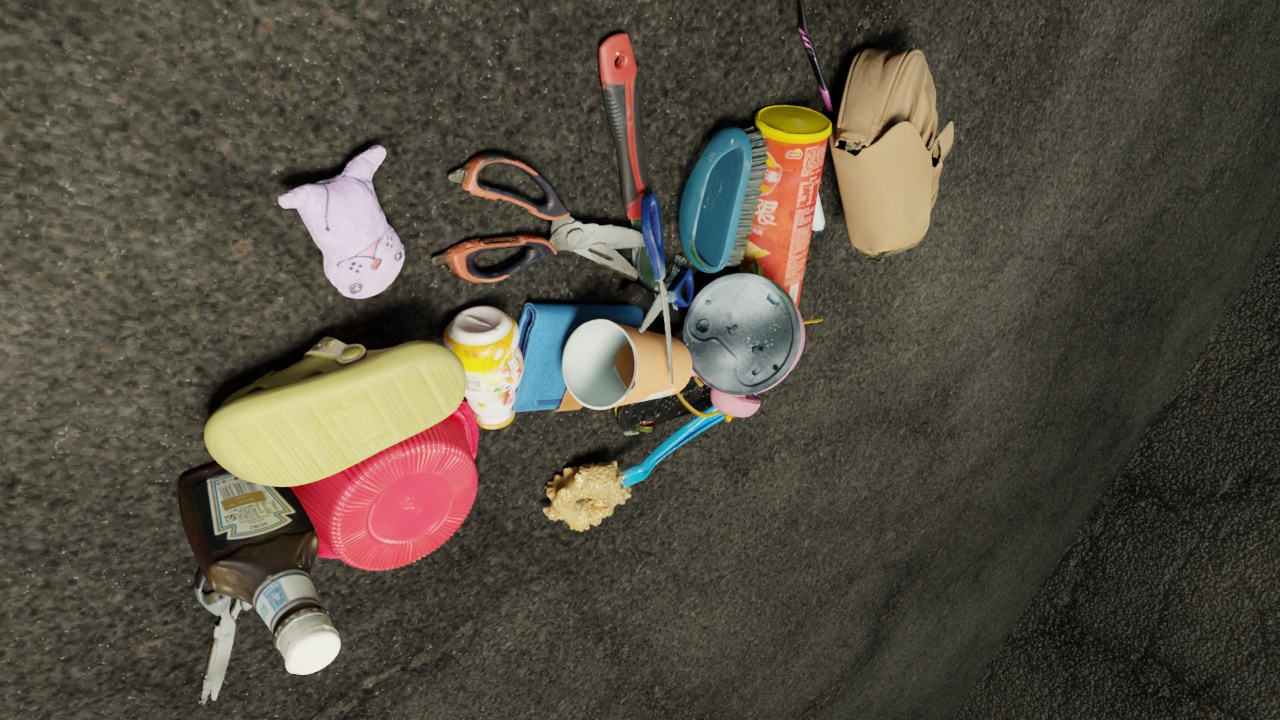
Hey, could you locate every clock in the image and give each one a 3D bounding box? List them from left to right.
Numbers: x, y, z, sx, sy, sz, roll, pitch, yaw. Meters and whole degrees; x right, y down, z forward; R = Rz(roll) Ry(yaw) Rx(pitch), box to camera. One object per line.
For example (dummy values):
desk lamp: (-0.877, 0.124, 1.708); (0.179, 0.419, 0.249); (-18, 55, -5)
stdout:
clock: (0.093, -0.011, 0.903); (0.159, 0.117, 0.059); (-49, 163, 15)

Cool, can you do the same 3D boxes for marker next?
marker: (0.024, -0.050, 0.904); (0.022, 0.020, 0.132); (-56, 149, 8)
marker: (0.177, -0.184, 0.956); (0.022, 0.018, 0.131); (-48, 142, -18)

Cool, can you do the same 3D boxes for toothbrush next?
toothbrush: (0.156, -0.291, 0.854); (0.018, 0.014, 0.189); (-37, 141, 0)

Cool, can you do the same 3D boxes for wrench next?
wrench: (0.000, -0.158, 0.811); (0.056, 0.016, 0.274); (-38, 140, -20)

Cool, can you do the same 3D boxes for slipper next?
slipper: (-0.227, 0.028, 0.694); (0.190, 0.081, 0.092); (-20, 131, -8)

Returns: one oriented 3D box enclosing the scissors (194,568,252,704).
scissors: (-0.365, 0.231, 0.786); (0.174, 0.014, 0.137); (-44, 142, -2)

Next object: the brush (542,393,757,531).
brush: (0.012, 0.100, 0.966); (0.254, 0.046, 0.083); (-32, 129, 0)

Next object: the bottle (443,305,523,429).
bottle: (-0.131, 0.008, 0.784); (0.063, 0.063, 0.109); (-26, 135, -27)

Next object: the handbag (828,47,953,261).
handbag: (0.254, -0.207, 0.928); (0.147, 0.100, 0.204); (-63, 147, -24)

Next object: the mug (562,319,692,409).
mug: (-0.005, 0.005, 0.840); (0.122, 0.078, 0.078); (3, 119, -58)

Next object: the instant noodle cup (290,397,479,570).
instant noodle cup: (-0.212, 0.110, 0.789); (0.193, 0.066, 0.194); (-24, 134, -29)

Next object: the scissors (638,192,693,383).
scissors: (0.021, -0.067, 0.819); (0.172, 0.012, 0.162); (-55, 136, -61)

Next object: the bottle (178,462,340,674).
bottle: (-0.268, 0.142, 0.656); (0.079, 0.195, 0.044); (-15, 130, -35)

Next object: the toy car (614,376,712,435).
toy car: (0.039, 0.030, 0.977); (0.155, 0.041, 0.071); (-18, 132, -25)

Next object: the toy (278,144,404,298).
toy: (-0.203, -0.093, 0.655); (0.083, 0.039, 0.108); (-39, 140, -26)

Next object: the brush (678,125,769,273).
brush: (0.070, -0.147, 0.855); (0.073, 0.055, 0.144); (-16, 131, -35)

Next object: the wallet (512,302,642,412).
wallet: (-0.062, -0.004, 0.862); (0.132, 0.040, 0.106); (-2, 117, -43)

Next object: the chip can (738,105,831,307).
chip can: (0.138, -0.139, 0.913); (0.073, 0.073, 0.217); (-23, 134, -29)

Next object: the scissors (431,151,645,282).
scissors: (-0.077, -0.104, 0.774); (0.215, 0.015, 0.196); (-32, 136, -16)
